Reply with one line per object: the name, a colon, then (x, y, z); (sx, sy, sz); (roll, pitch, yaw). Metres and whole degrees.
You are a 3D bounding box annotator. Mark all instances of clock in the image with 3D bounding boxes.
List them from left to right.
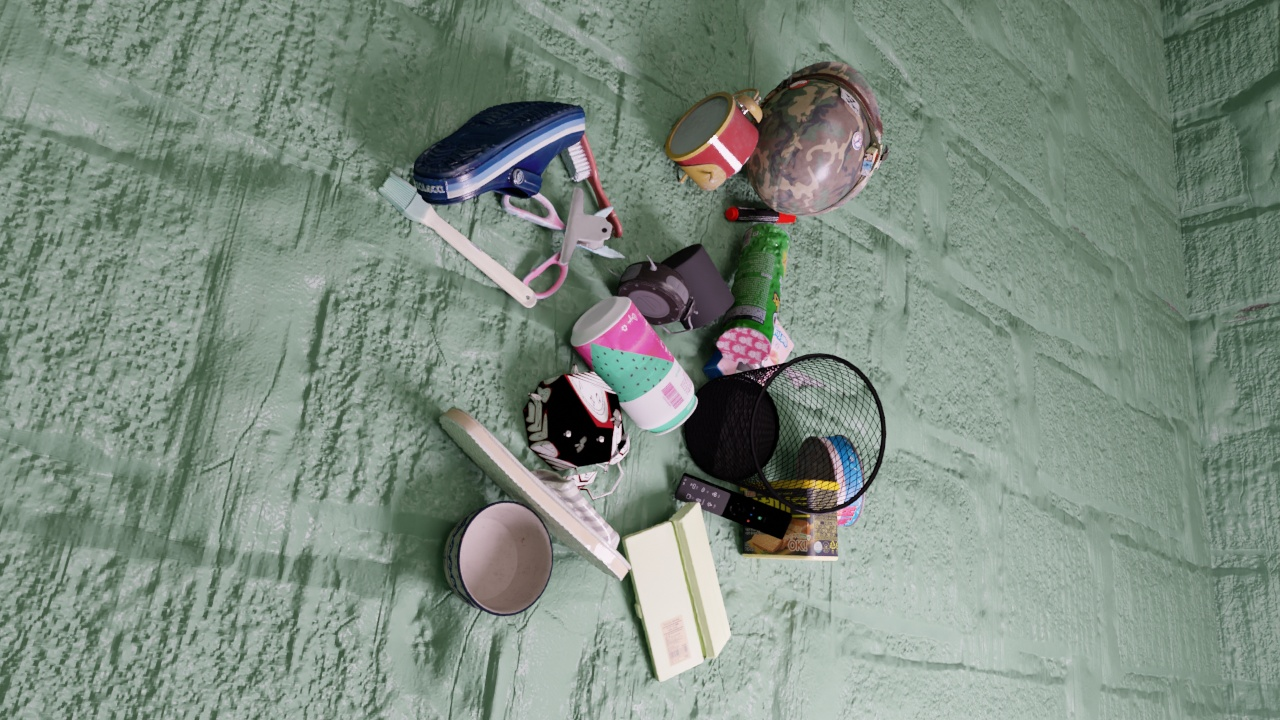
clock: (-0.062, 0.087, 1.063); (0.114, 0.065, 0.154); (-35, 103, -41)
clock: (0.021, -0.085, 1.161); (0.123, 0.091, 0.043); (42, 55, -31)
clock: (0.114, -0.313, 1.275); (0.081, 0.117, 0.158); (40, 76, -32)

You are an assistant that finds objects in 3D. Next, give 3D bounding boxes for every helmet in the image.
helmet: (0.255, -0.321, 1.343); (0.224, 0.193, 0.235); (-66, 164, 16)

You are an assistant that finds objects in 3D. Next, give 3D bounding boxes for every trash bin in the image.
trash bin: (0.165, 0.088, 1.144); (0.183, 0.210, 0.184); (1, 88, -23)

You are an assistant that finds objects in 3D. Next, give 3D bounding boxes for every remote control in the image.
remote control: (0.119, 0.186, 1.174); (0.150, 0.013, 0.034); (21, 105, -1)

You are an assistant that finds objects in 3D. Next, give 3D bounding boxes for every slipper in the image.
slipper: (-0.158, -0.225, 1.037); (0.252, 0.105, 0.095); (-43, 134, -45)
slipper: (-0.106, 0.140, 0.989); (0.272, 0.115, 0.054); (46, 74, -21)

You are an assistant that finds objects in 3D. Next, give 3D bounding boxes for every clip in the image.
clip: (-0.065, -0.156, 1.111); (0.054, 0.041, 0.101); (13, 75, -11)

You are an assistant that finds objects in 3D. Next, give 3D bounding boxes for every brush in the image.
brush: (-0.198, -0.129, 1.024); (0.217, 0.012, 0.033); (40, 57, -25)
brush: (-0.069, -0.230, 1.156); (0.030, 0.041, 0.172); (-28, 102, -25)

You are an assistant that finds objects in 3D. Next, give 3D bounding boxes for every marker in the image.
marker: (0.182, -0.220, 1.386); (0.144, 0.021, 0.023); (-6, 59, -43)

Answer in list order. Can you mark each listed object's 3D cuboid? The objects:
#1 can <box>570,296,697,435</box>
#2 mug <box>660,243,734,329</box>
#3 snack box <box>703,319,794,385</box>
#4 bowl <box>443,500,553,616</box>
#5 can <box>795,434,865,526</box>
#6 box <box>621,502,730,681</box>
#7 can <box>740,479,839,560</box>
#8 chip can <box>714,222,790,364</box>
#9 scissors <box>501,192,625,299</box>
can: (-0.007, 0.007, 1.117); (0.166, 0.088, 0.088); (52, 51, -20)
mug: (0.072, -0.106, 1.231); (0.088, 0.078, 0.113); (57, 23, -17)
snack box: (0.156, -0.006, 1.303); (0.088, 0.033, 0.153); (54, 51, -18)
bowl: (-0.155, 0.206, 0.956); (0.115, 0.059, 0.115); (11, 73, -40)
can: (0.265, 0.170, 1.290); (0.044, 0.130, 0.130); (-2, 80, -15)
box: (0.052, 0.282, 1.128); (0.140, 0.048, 0.188); (-17, 97, -40)
can: (0.198, 0.214, 1.225); (0.072, 0.131, 0.101); (11, 75, -40)
chip can: (0.161, -0.098, 1.279); (0.075, 0.076, 0.222); (43, 44, -27)
scissors: (-0.100, -0.155, 1.105); (0.170, 0.014, 0.168); (-43, 104, -26)
